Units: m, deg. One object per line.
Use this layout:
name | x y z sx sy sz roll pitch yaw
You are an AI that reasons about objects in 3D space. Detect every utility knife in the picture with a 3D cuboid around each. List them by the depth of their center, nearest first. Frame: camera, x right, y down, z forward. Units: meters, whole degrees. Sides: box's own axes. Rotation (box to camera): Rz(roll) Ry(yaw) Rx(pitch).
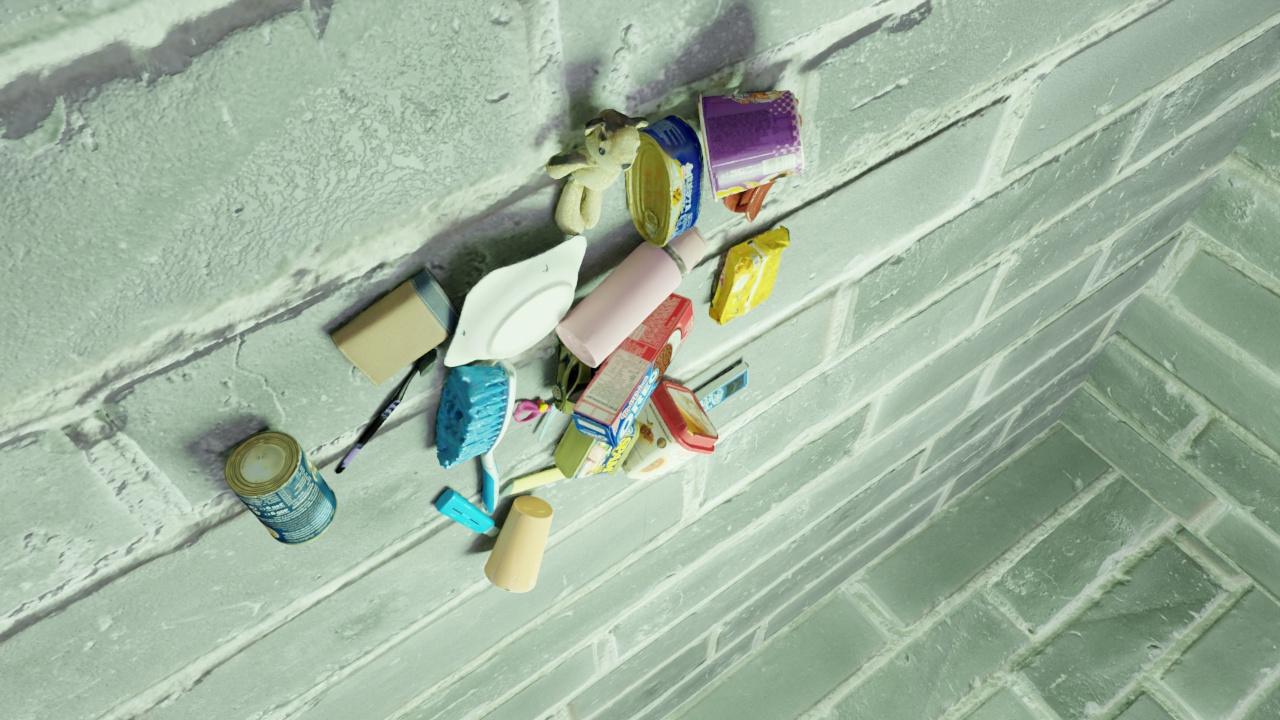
utility knife | -0.229 0.213 1.248 0.034 0.018 0.182 -40 152 -5
utility knife | -0.119 0.165 1.310 0.183 0.019 0.031 -7 140 -37

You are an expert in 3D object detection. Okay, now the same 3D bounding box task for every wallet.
wallet | -0.235 -0.031 0.904 0.115 0.033 0.090 -37 148 -6

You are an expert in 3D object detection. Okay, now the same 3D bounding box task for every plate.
plate | -0.122 -0.051 0.961 0.163 0.034 0.164 -30 161 -39

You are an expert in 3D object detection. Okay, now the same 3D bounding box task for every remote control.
remote control | 0.118 0.049 1.434 0.124 0.024 0.049 -31 149 -16

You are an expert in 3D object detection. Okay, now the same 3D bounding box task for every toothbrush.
toothbrush | -0.275 0.059 0.992 0.189 0.016 0.014 -49 150 15

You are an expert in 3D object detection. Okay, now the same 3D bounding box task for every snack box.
snack box | -0.007 0.007 1.122 0.207 0.058 0.057 -56 157 -26

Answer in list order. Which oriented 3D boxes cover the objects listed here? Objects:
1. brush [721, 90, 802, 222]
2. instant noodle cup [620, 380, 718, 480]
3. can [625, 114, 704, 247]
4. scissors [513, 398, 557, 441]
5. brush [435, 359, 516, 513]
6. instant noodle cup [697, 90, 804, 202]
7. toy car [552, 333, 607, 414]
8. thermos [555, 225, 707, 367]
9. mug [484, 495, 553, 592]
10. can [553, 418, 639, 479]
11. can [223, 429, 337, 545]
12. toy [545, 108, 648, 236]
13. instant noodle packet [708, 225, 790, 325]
brush | 0.132 -0.229 1.039 0.063 0.069 0.146 -15 141 -37
instant noodle cup | 0.029 0.108 1.329 0.124 0.116 0.116 -40 153 20
can | 0.025 -0.187 0.965 0.049 0.074 0.148 -33 150 -22
scissors | -0.107 0.054 1.182 0.133 0.017 0.134 3 125 -52
brush | -0.199 0.111 1.118 0.109 0.060 0.315 -21 147 -38
instant noodle cup | 0.115 -0.228 0.947 0.099 0.111 0.112 -10 150 7
toy car | -0.068 0.004 1.123 0.070 0.042 0.158 -20 135 -34
thermos | -0.008 -0.080 1.058 0.198 0.067 0.087 -46 179 -18
mug | -0.169 0.259 1.312 0.078 0.078 0.123 -3 120 -48
can | -0.062 0.116 1.278 0.083 0.057 0.102 -3 132 -45
can | -0.359 0.128 0.922 0.075 0.075 0.111 -32 149 -17
toy | -0.044 -0.181 0.900 0.105 0.066 0.158 -15 158 -29
instant noodle packet | 0.144 -0.114 1.231 0.110 0.044 0.129 -31 153 -32
